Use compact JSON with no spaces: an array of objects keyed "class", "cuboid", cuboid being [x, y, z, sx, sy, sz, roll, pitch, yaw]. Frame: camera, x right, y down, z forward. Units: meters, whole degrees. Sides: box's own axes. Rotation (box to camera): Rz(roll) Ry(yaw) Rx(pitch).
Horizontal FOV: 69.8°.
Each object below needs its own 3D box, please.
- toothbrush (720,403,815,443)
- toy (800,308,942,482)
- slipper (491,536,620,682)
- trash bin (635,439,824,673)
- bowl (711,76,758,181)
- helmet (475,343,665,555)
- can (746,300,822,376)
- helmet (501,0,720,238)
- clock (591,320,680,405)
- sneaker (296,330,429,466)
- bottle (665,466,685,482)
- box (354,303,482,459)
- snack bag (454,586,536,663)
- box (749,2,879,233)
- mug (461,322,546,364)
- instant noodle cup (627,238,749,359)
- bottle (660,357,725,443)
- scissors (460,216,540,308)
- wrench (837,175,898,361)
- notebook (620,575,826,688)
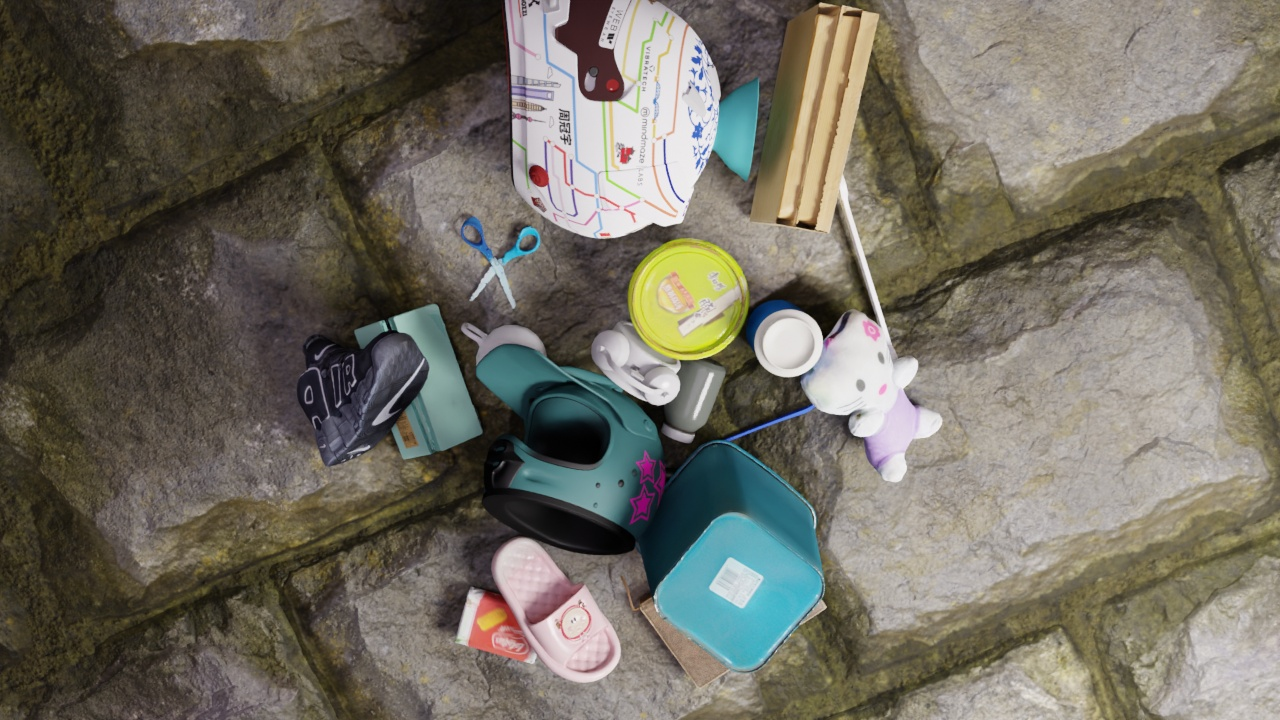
[{"class":"toothbrush","cuboid":[0.192,0.075,1.204,0.187,0.016,0.011,-24,99,8]},{"class":"toy","cuboid":[0.284,0.040,1.139,0.137,0.086,0.209,-48,115,-16]},{"class":"slipper","cuboid":[-0.114,0.330,1.216,0.106,0.056,0.221,-38,88,-35]},{"class":"trash bin","cuboid":[0.108,0.235,1.096,0.196,0.218,0.199,38,97,-4]},{"class":"bowl","cuboid":[0.110,-0.277,1.094,0.046,0.121,0.121,5,99,2]},{"class":"helmet","cuboid":[-0.085,0.106,1.113,0.177,0.199,0.274,-14,144,38]},{"class":"can","cuboid":[0.173,-0.030,1.120,0.079,0.146,0.079,0,99,2]},{"class":"helmet","cuboid":[-0.029,-0.297,1.041,0.236,0.230,0.315,0,105,7]},{"class":"clock","cuboid":[-0.007,0.006,1.129,0.120,0.159,0.061,36,107,-4]},{"class":"sneaker","cuboid":[-0.363,0.012,1.150,0.151,0.097,0.253,51,130,10]},{"class":"bottle","cuboid":[0.068,0.156,1.212,0.123,0.033,0.033,10,99,1]},{"class":"box","cuboid":[-0.291,0.029,1.209,0.113,0.078,0.187,-16,97,34]},{"class":"snack bag","cuboid":[-0.190,0.362,1.255,0.116,0.036,0.077,16,99,0]},{"class":"box","cuboid":[0.199,-0.280,1.087,0.092,0.128,0.249,10,100,0]},{"class":"mug","cuboid":[-0.178,-0.010,1.173,0.124,0.076,0.090,35,99,-3]},{"class":"instant noodle cup","cuboid":[0.058,-0.077,1.141,0.146,0.097,0.146,0,98,1]},{"class":"bottle","cuboid":[0.065,0.048,1.181,0.060,0.060,0.108,21,99,-1]},{"class":"scissors","cuboid":[-0.191,-0.133,1.188,0.127,0.014,0.127,35,103,-7]},{"class":"wrench","cuboid":[0.282,-0.117,1.155,0.009,0.047,0.273,-19,100,4]},{"class":"notebook","cuboid":[0.109,0.314,1.235,0.215,0.034,0.190,-34,96,7]}]
